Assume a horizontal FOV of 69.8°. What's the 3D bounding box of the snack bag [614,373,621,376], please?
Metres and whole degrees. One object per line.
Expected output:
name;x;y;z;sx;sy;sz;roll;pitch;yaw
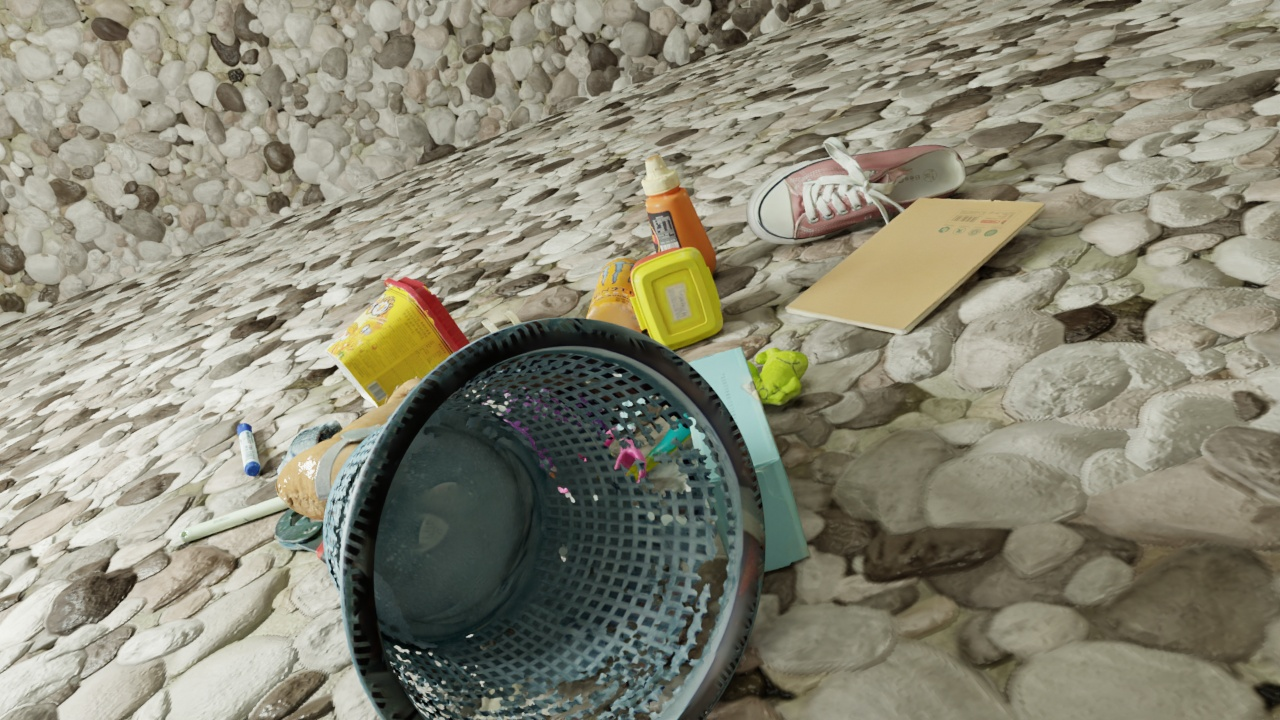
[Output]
snack bag;-0.005;0.005;0.858;0.045;0.026;0.105;-21;22;-25

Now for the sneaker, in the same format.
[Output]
sneaker;0.233;-0.185;0.992;0.241;0.118;0.087;-11;4;7

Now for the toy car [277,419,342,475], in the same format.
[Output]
toy car;-0.335;0.092;0.931;0.049;0.031;0.105;-20;24;3

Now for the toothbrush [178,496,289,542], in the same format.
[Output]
toothbrush;-0.346;0.135;0.860;0.189;0.029;0.020;-20;-19;5

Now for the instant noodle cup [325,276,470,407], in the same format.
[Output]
instant noodle cup;-0.276;-0.016;1.034;0.123;0.116;0.116;-42;30;-18

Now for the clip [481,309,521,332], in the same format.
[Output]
clip;-0.131;-0.005;0.989;0.035;0.095;0.102;-29;64;-22

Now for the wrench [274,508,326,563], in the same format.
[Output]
wrench;-0.229;0.151;0.733;0.056;0.016;0.274;-37;28;-33

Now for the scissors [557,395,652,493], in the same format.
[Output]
scissors;-0.006;0.050;0.669;0.135;0.017;0.108;-51;37;-9

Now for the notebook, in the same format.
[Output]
notebook;0.255;-0.095;0.859;0.207;0.008;0.148;-39;28;-21

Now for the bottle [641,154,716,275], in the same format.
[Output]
bottle;0.037;-0.156;1.022;0.067;0.149;0.066;-17;23;7

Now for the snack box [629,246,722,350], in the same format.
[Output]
snack box;0.031;-0.065;0.908;0.082;0.091;0.080;-20;17;-1

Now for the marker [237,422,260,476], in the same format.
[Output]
marker;-0.434;0.098;1.016;0.016;0.017;0.146;-28;24;-18

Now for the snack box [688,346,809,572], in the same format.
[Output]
snack box;0.066;0.061;0.616;0.052;0.074;0.174;-18;23;6

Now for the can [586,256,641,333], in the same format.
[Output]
can;-0.023;-0.062;0.979;0.058;0.058;0.145;-15;24;11

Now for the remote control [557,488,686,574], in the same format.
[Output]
remote control;-0.033;0.118;0.636;0.058;0.021;0.150;-29;24;-38

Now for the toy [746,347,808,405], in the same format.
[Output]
toy;0.084;0.022;0.742;0.100;0.031;0.096;-4;36;27

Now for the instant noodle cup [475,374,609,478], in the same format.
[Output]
instant noodle cup;-0.093;0.058;0.727;0.112;0.111;0.099;9;46;49

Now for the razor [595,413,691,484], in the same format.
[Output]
razor;0.015;0.061;0.701;0.132;0.028;0.043;-41;32;-17

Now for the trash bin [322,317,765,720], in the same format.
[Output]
trash bin;-0.077;0.098;0.512;0.226;0.226;0.195;-34;14;-30

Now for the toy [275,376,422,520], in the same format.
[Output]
toy;-0.216;0.071;0.816;0.143;0.082;0.225;0;18;12
